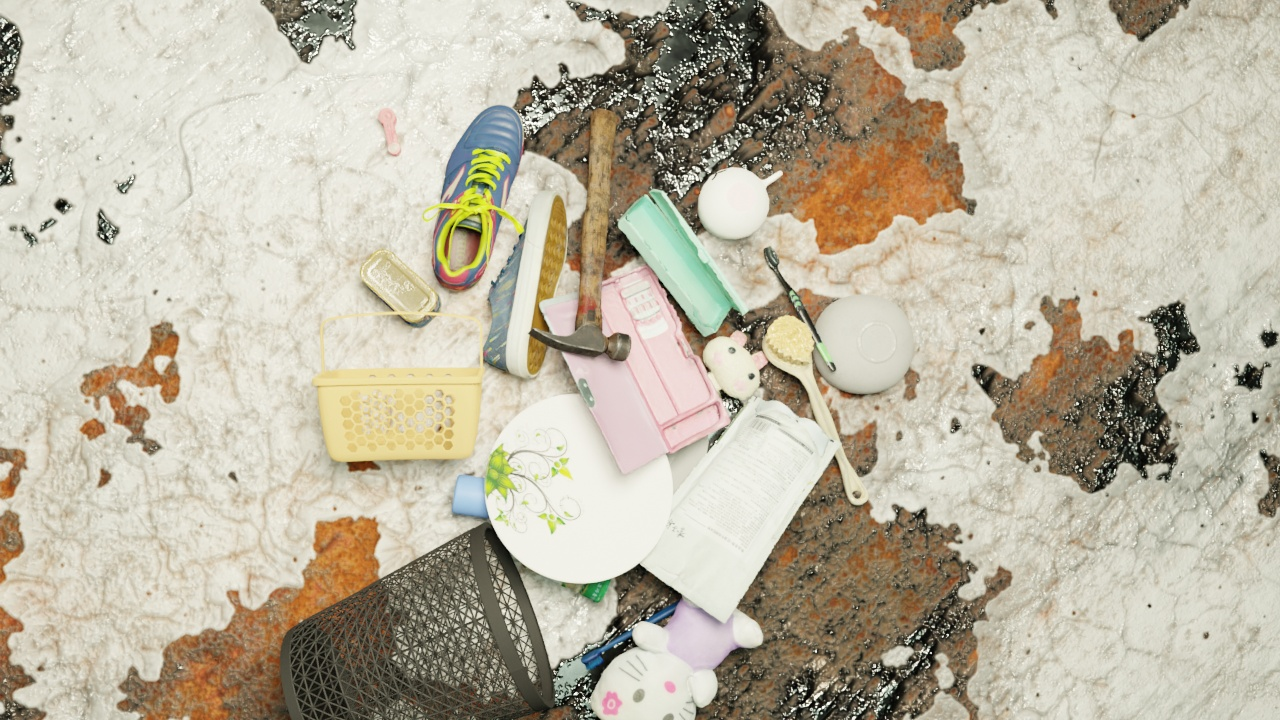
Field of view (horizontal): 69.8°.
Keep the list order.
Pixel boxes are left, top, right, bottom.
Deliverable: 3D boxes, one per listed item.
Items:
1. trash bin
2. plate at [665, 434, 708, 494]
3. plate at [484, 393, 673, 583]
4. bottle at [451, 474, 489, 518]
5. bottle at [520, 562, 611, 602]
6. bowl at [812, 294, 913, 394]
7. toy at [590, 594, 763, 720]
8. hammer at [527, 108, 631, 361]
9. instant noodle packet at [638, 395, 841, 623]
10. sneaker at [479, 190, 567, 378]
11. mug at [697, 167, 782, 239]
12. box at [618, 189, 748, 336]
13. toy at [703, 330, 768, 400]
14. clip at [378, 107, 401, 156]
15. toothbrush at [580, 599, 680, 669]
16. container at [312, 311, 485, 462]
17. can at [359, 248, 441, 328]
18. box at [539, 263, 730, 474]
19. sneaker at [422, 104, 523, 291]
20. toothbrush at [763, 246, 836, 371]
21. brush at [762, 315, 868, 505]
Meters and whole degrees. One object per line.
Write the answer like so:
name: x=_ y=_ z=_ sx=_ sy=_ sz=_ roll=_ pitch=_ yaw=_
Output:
trash bin: x=-0.249 y=0.330 z=1.031 sx=0.243 sy=0.217 sz=0.217 roll=-22 pitch=91 yaw=-3
plate: x=0.000 y=0.097 z=1.168 sx=0.172 sy=0.019 sz=0.172 roll=0 pitch=87 yaw=-9
plate: x=-0.075 y=0.155 z=1.115 sx=0.229 sy=0.030 sz=0.229 roll=4 pitch=71 yaw=-13
bottle: x=-0.162 y=0.173 z=1.124 sx=0.131 sy=0.048 sz=0.048 roll=10 pitch=86 yaw=-9
bottle: x=-0.092 y=0.260 z=1.135 sx=0.110 sy=0.043 sz=0.042 roll=26 pitch=84 yaw=-6
bowl: x=0.296 y=-0.022 z=1.197 sx=0.131 sy=0.064 sz=0.131 roll=0 pitch=87 yaw=-9
toy: x=0.039 y=0.370 z=1.124 sx=0.137 sy=0.085 sz=0.209 roll=41 pitch=87 yaw=-6
hammer: x=-0.063 y=-0.164 z=1.118 sx=0.120 sy=0.033 sz=0.329 roll=11 pitch=69 yaw=-21
instant noodle packet: x=0.121 y=0.174 z=1.132 sx=0.147 sy=0.057 sz=0.268 roll=30 pitch=71 yaw=25
sneaker: x=-0.147 y=-0.098 z=1.126 sx=0.079 sy=0.087 sz=0.235 roll=8 pitch=83 yaw=16
mug: x=0.132 y=-0.209 z=1.173 sx=0.123 sy=0.076 sz=0.090 roll=-34 pitch=93 yaw=-9
box: x=0.066 y=-0.130 z=1.135 sx=0.189 sy=0.079 sz=0.077 roll=52 pitch=40 yaw=-14
toy: x=0.114 y=0.011 z=1.178 sx=0.112 sy=0.050 sz=0.087 roll=-36 pitch=93 yaw=-17
clip: x=-0.307 y=-0.281 z=1.129 sx=0.022 sy=0.035 sz=0.057 roll=-14 pitch=94 yaw=-13
toothbrush: x=0.011 y=0.336 z=1.161 sx=0.190 sy=0.016 sz=0.017 roll=-29 pitch=100 yaw=-9
container: x=-0.275 y=0.026 z=1.069 sx=0.183 sy=0.129 sz=0.167 roll=-1 pitch=98 yaw=-7
can: x=-0.289 y=-0.087 z=1.110 sx=0.100 sy=0.059 sz=0.054 roll=43 pitch=82 yaw=-6
box: x=-0.010 y=0.009 z=1.131 sx=0.179 sy=0.055 sz=0.232 roll=-22 pitch=82 yaw=-29
sneaker: x=-0.191 y=-0.202 z=1.114 sx=0.116 sy=0.091 sz=0.241 roll=14 pitch=85 yaw=-6
toothbrush: x=0.206 y=-0.069 z=1.185 sx=0.014 sy=0.017 sz=0.188 roll=-23 pitch=75 yaw=-16
brush: x=0.232 y=0.068 z=1.187 sx=0.062 sy=0.077 sz=0.272 roll=-26 pitch=97 yaw=-1
